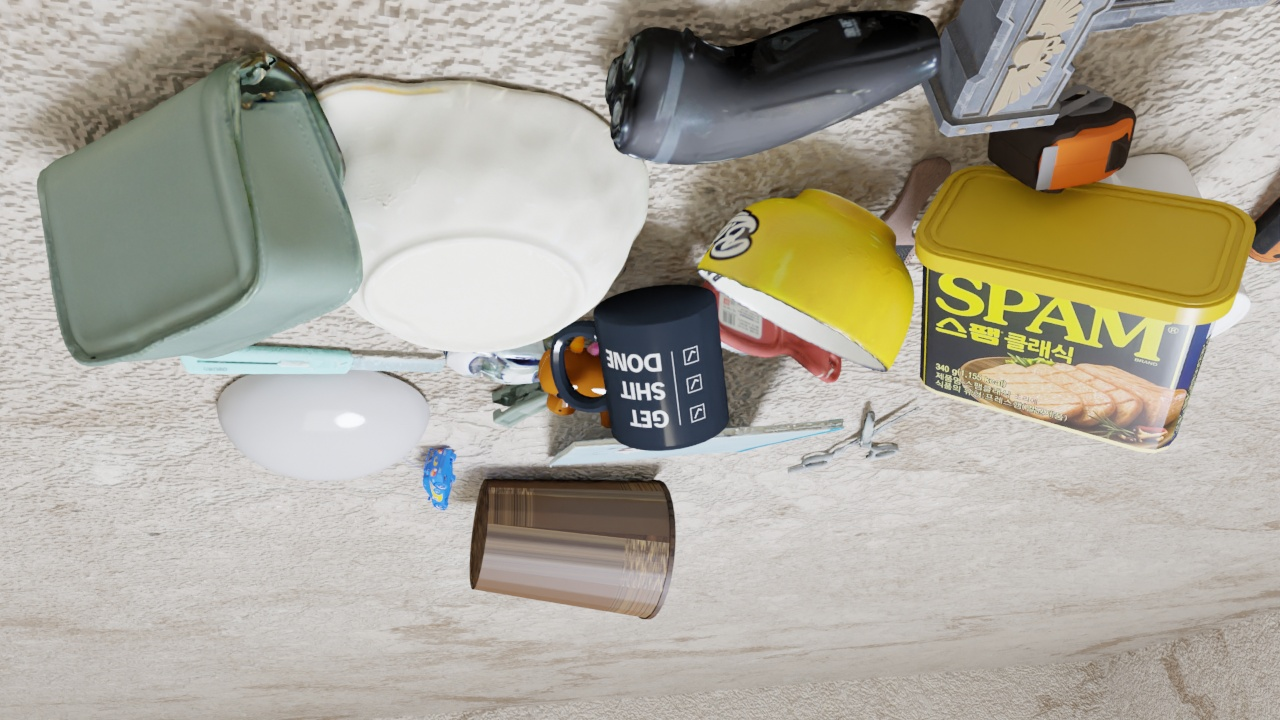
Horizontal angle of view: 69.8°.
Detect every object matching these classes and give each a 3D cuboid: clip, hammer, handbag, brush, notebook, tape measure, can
[{"bbox_3d":[-0.077,0.025,0.669,0.076,0.042,0.023,-25,150,32],"label":"clip"},{"bbox_3d":[0.289,-0.158,0.385,0.322,0.044,0.099,-7,154,-4],"label":"hammer"},{"bbox_3d":[-0.187,-0.059,0.394,0.122,0.106,0.067,-18,175,23],"label":"handbag"},{"bbox_3d":[0.351,-0.113,0.438,0.138,0.035,0.314,-16,162,9],"label":"hammer"},{"bbox_3d":[0.149,-0.071,0.546,0.050,0.015,0.136,-2,153,-11],"label":"brush"},{"bbox_3d":[0.027,0.067,0.710,0.181,0.009,0.254,-4,171,-9],"label":"notebook"},{"bbox_3d":[0.084,-0.015,0.624,0.030,0.041,0.172,-6,162,41],"label":"brush"},{"bbox_3d":[0.203,-0.108,0.437,0.058,0.058,0.038,-8,123,-6],"label":"tape measure"},{"bbox_3d":[0.210,-0.025,0.456,0.135,0.075,0.104,18,143,30],"label":"can"}]

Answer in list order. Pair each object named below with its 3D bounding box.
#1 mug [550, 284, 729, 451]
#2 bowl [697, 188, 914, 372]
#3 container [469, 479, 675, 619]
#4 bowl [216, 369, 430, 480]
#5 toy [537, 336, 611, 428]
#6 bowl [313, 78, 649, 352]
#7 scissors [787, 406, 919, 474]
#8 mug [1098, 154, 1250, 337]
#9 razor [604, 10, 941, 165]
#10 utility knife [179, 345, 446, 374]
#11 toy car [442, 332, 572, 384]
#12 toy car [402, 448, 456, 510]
[{"bbox_3d":[-0.003,0.003,0.543,0.105,0.071,0.077,-1,112,18],"label":"mug"},{"bbox_3d":[0.097,-0.050,0.496,0.117,0.067,0.117,29,-179,-1],"label":"bowl"},{"bbox_3d":[-0.068,0.170,0.859,0.167,0.132,0.132,8,150,-16],"label":"container"},{"bbox_3d":[-0.230,0.056,0.671,0.149,0.043,0.150,-5,151,-3],"label":"bowl"},{"bbox_3d":[-0.017,-0.006,0.591,0.090,0.070,0.103,8,119,-30],"label":"toy"},{"bbox_3d":[-0.086,-0.055,0.474,0.189,0.060,0.219,-22,150,27],"label":"bowl"},{"bbox_3d":[0.194,0.077,0.853,0.158,0.014,0.141,-19,153,24],"label":"scissors"},{"bbox_3d":[0.275,-0.063,0.508,0.074,0.090,0.110,-26,148,34],"label":"mug"},{"bbox_3d":[0.053,-0.122,0.385,0.140,0.053,0.064,-13,145,7],"label":"razor"},{"bbox_3d":[-0.212,0.000,0.604,0.165,0.015,0.022,2,121,-19],"label":"utility knife"},{"bbox_3d":[-0.087,0.000,0.617,0.089,0.027,0.039,2,154,-16],"label":"toy car"},{"bbox_3d":[-0.191,0.094,0.783,0.062,0.033,0.092,13,146,-4],"label":"toy car"}]
